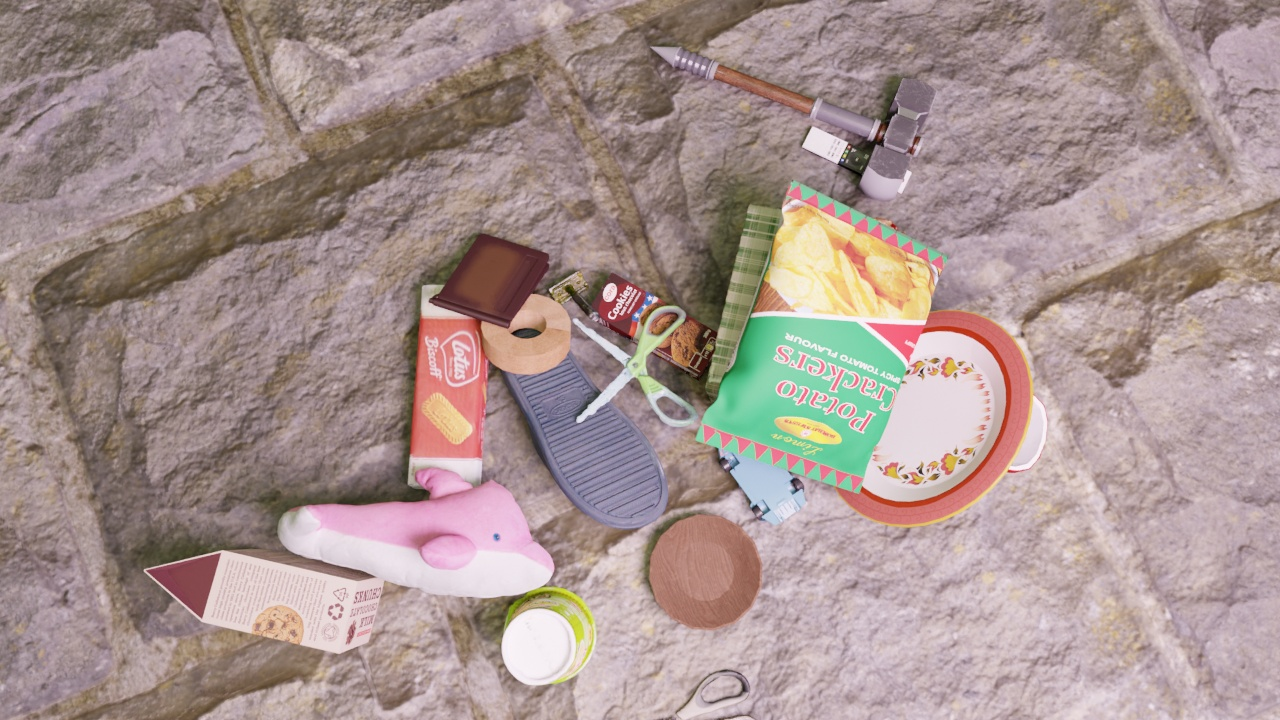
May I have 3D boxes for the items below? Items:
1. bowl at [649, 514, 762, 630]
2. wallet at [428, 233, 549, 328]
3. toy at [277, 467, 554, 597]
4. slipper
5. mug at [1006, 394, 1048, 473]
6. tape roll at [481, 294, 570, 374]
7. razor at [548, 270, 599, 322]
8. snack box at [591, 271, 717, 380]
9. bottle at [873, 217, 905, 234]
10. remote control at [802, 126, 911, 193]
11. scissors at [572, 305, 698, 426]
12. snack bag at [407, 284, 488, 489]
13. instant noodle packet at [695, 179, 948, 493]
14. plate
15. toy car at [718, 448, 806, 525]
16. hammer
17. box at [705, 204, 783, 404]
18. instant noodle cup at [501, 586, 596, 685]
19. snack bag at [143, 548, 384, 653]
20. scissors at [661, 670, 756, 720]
[{"bbox_3d":[0.067,0.220,0.957,0.118,0.030,0.117,0,80,1],"label":"bowl"},{"bbox_3d":[-0.160,-0.087,0.990,0.091,0.018,0.115,18,48,10],"label":"wallet"},{"bbox_3d":[-0.213,0.162,0.904,0.265,0.187,0.127,10,64,-12],"label":"toy"},{"bbox_3d":[-0.070,0.080,0.962,0.101,0.083,0.263,-25,59,-23],"label":"slipper"},{"bbox_3d":[0.355,0.055,0.941,0.080,0.097,0.116,18,82,-9],"label":"mug"},{"bbox_3d":[-0.121,-0.029,0.972,0.094,0.027,0.093,3,47,-3],"label":"tape roll"},{"bbox_3d":[-0.064,-0.063,0.981,0.042,0.106,0.026,-31,119,-6],"label":"razor"},{"bbox_3d":[0.016,-0.037,1.004,0.141,0.032,0.051,30,82,6],"label":"snack box"},{"bbox_3d":[0.230,-0.102,0.972,0.099,0.111,0.099,0,80,0],"label":"bottle"},{"bbox_3d":[0.245,-0.227,1.044,0.124,0.012,0.028,27,81,6],"label":"remote control"},{"bbox_3d":[-0.005,0.006,0.950,0.172,0.021,0.171,38,71,12],"label":"scissors"},{"bbox_3d":[-0.204,0.027,0.993,0.077,0.041,0.225,1,81,3],"label":"snack bag"},{"bbox_3d":[0.178,-0.015,0.873,0.195,0.090,0.252,20,92,-24],"label":"instant noodle packet"},{"bbox_3d":[0.282,0.057,0.913,0.021,0.230,0.229,29,79,-35],"label":"plate"},{"bbox_3d":[0.127,0.123,0.976,0.060,0.027,0.107,-34,71,-5],"label":"toy car"},{"bbox_3d":[0.162,-0.298,1.036,0.322,0.043,0.155,23,71,7],"label":"hammer"},{"bbox_3d":[0.117,-0.051,0.963,0.050,0.118,0.205,13,78,13],"label":"box"},{"bbox_3d":[-0.095,0.278,0.910,0.099,0.108,0.099,0,80,0],"label":"instant noodle cup"},{"bbox_3d":[-0.380,0.233,0.930,0.206,0.094,0.069,12,80,3],"label":"snack bag"},{"bbox_3d":[0.044,0.381,0.936,0.169,0.012,0.132,-42,80,-9],"label":"scissors"}]
